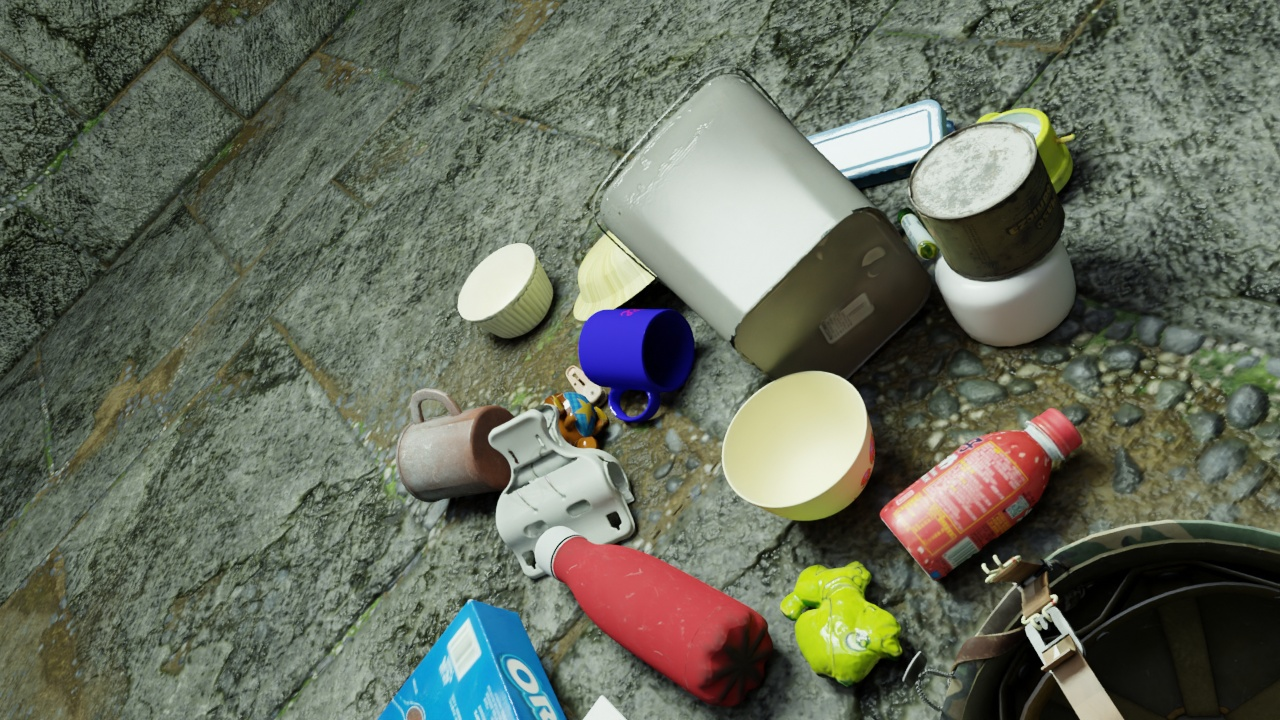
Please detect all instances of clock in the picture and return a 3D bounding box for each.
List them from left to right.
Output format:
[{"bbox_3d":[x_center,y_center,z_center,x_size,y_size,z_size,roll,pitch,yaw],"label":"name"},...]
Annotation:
[{"bbox_3d":[0.312,-0.173,0.793,0.083,0.057,0.119,-49,33,-5],"label":"clock"}]

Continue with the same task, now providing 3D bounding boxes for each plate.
[{"bbox_3d":[-0.015,-0.122,0.998,0.185,0.036,0.184,-37,22,17],"label":"plate"}]

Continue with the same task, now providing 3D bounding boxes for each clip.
[{"bbox_3d":[-0.080,0.113,0.857,0.126,0.089,0.150,-28,78,17],"label":"clip"},{"bbox_3d":[-0.058,0.025,0.954,0.026,0.049,0.061,-42,12,1],"label":"clip"}]

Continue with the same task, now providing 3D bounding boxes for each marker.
[{"bbox_3d":[0.234,-0.109,0.780,0.017,0.017,0.146,-29,13,18],"label":"marker"}]

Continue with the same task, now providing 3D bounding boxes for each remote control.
[{"bbox_3d":[-0.001,0.296,0.679,0.028,0.012,0.124,-52,40,-10],"label":"remote control"}]

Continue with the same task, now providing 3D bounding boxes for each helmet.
[{"bbox_3d":[0.236,0.177,0.404,0.224,0.236,0.192,-35,54,6],"label":"helmet"}]

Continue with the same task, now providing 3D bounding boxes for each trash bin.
[{"bbox_3d":[0.110,-0.101,0.800,0.197,0.197,0.220,-46,45,10],"label":"trash bin"}]

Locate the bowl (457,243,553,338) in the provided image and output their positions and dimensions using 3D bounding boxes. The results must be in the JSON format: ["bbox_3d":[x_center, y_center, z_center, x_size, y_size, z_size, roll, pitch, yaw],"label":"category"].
[{"bbox_3d":[-0.155,-0.077,1.101,0.116,0.062,0.115,-23,43,24],"label":"bowl"}]

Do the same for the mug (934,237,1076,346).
[{"bbox_3d":[0.287,-0.074,0.715,0.094,0.068,0.115,8,62,44],"label":"mug"}]

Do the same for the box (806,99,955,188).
[{"bbox_3d":[0.214,-0.198,0.930,0.210,0.052,0.067,-10,72,37],"label":"box"}]

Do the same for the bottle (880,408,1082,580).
[{"bbox_3d":[0.235,0.086,0.625,0.137,0.062,0.062,-38,39,5],"label":"bottle"}]

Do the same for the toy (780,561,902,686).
[{"bbox_3d":[0.140,0.181,0.644,0.094,0.036,0.093,-12,43,36],"label":"toy"}]

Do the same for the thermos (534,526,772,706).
[{"bbox_3d":[-0.005,0.189,0.729,0.240,0.073,0.073,17,68,48],"label":"thermos"}]

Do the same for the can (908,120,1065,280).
[{"bbox_3d":[0.252,-0.115,0.667,0.090,0.074,0.089,-24,43,25],"label":"can"}]

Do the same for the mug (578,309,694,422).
[{"bbox_3d":[-0.005,0.005,0.898,0.084,0.079,0.111,3,86,42],"label":"mug"}]

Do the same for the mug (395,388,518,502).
[{"bbox_3d":[-0.190,0.082,0.948,0.110,0.123,0.096,-14,19,26],"label":"mug"}]

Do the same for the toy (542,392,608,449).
[{"bbox_3d":[-0.081,0.082,0.915,0.103,0.070,0.090,-32,55,36],"label":"toy"}]

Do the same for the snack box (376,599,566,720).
[{"bbox_3d":[-0.132,0.335,0.695,0.196,0.056,0.239,-53,39,10],"label":"snack box"}]

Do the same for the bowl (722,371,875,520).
[{"bbox_3d":[0.132,0.077,0.709,0.118,0.074,0.117,-23,44,24],"label":"bowl"}]
